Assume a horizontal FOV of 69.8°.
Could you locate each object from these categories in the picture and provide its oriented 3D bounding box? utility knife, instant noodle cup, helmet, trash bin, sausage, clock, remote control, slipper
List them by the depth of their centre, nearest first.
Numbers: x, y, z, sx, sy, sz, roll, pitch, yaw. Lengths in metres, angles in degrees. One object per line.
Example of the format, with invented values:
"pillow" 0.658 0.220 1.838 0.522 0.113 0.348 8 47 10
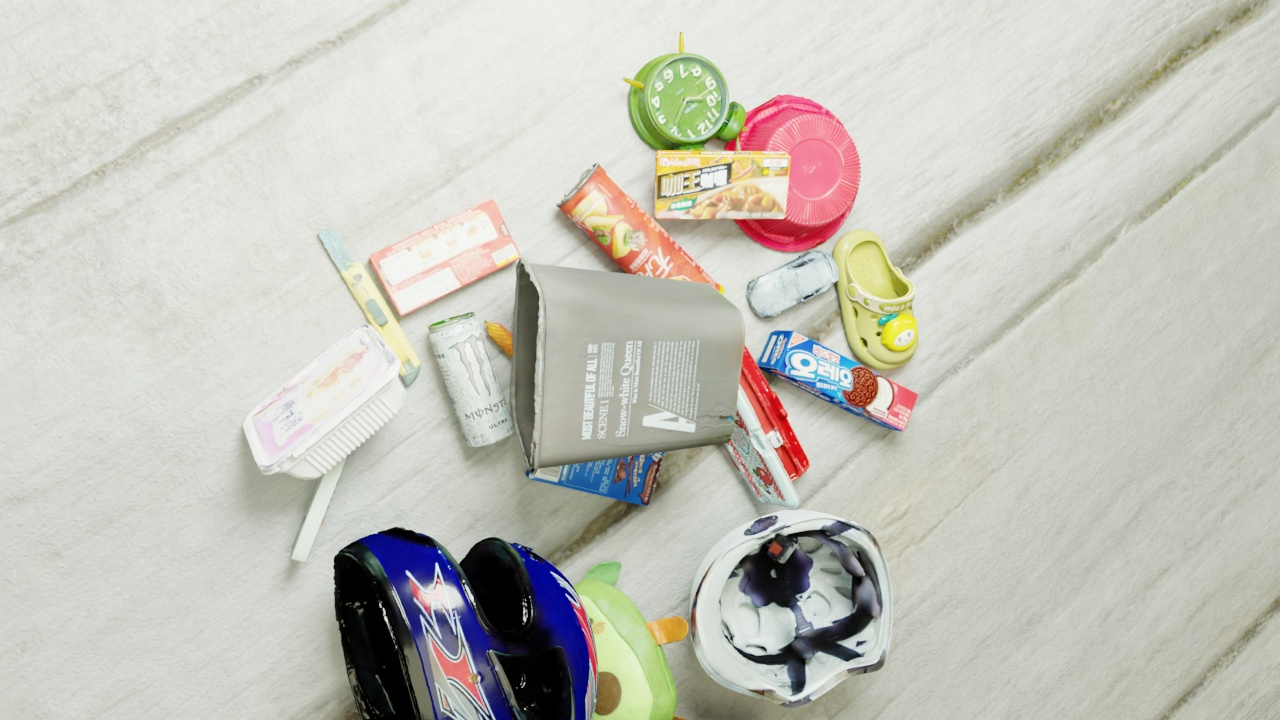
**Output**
"instant noodle cup" -0.323 0.051 0.968 0.173 0.138 0.060 -42 127 -9
"trash bin" -0.020 0.003 0.979 0.219 0.198 0.199 0 110 -14
"helmet" -0.171 0.310 0.981 0.239 0.248 0.315 -16 95 -37
"remote control" -0.348 0.150 1.002 0.019 0.056 0.135 22 89 -19
"utility knife" -0.299 -0.060 1.020 0.031 0.020 0.195 -33 100 -18
"sausage" -0.122 0.009 1.075 0.165 0.021 0.021 44 82 -17
"clock" 0.058 -0.291 1.081 0.116 0.056 0.161 -41 106 -8
"instant noodle cup" 0.197 -0.231 1.126 0.193 0.066 0.194 -2 96 -16
"helmet" 0.171 0.287 1.131 0.258 0.146 0.229 -14 98 -9
"slipper" 0.305 -0.076 1.169 0.091 0.081 0.190 -22 99 -11

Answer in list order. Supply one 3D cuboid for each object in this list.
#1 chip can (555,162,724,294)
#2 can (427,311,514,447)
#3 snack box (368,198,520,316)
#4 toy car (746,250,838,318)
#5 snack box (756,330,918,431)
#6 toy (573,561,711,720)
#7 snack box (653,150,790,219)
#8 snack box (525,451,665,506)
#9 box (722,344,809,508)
"chip can" 0.002 -0.131 1.072 0.216 0.073 0.073 44 82 -17
"can" -0.191 0.022 1.036 0.058 0.058 0.147 -19 101 -15
"snack box" -0.218 -0.116 1.030 0.152 0.025 0.075 -28 102 -13
"toy car" 0.191 -0.096 1.154 0.120 0.037 0.054 -26 103 -10
"snack box" 0.253 0.027 1.175 0.207 0.057 0.058 25 85 -18
"toy" -0.025 0.366 1.079 0.227 0.089 0.246 -35 74 19
"snack box" 0.093 -0.203 1.060 0.153 0.026 0.075 0 115 -3
"snack box" -0.052 0.117 1.106 0.157 0.026 0.084 16 91 -18
"box" 0.145 0.082 1.124 0.095 0.101 0.201 -33 105 -11
